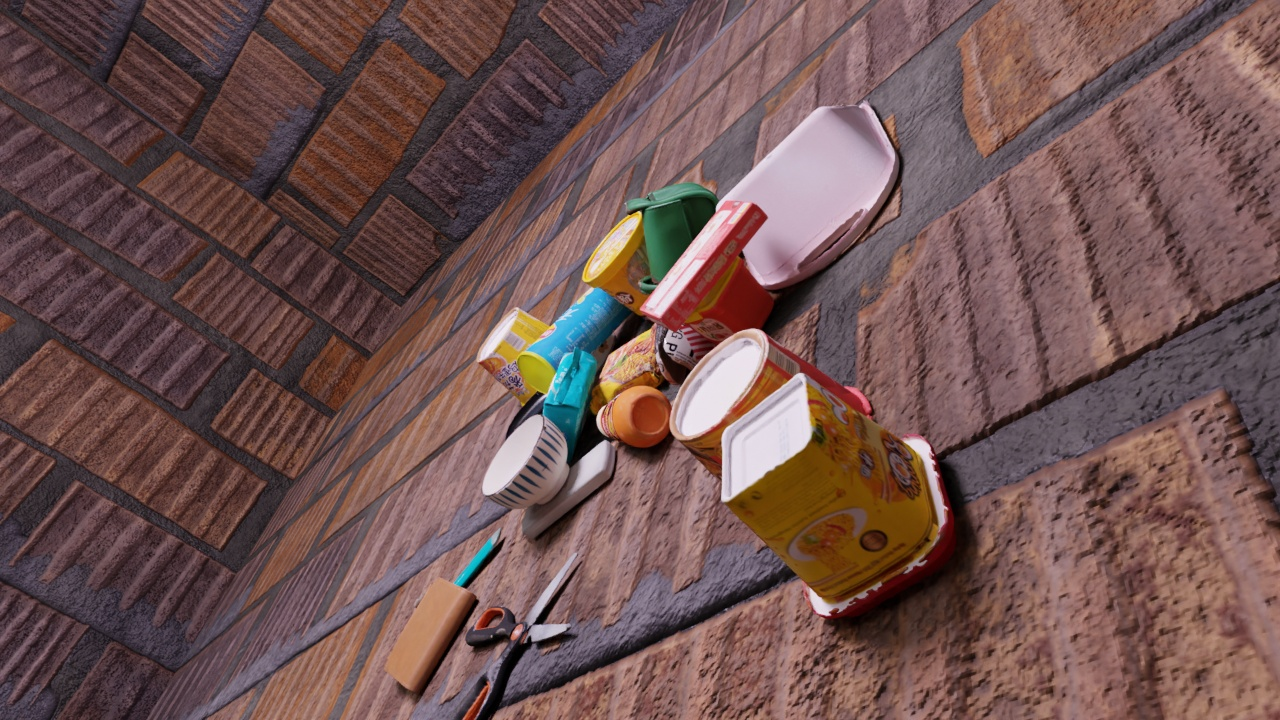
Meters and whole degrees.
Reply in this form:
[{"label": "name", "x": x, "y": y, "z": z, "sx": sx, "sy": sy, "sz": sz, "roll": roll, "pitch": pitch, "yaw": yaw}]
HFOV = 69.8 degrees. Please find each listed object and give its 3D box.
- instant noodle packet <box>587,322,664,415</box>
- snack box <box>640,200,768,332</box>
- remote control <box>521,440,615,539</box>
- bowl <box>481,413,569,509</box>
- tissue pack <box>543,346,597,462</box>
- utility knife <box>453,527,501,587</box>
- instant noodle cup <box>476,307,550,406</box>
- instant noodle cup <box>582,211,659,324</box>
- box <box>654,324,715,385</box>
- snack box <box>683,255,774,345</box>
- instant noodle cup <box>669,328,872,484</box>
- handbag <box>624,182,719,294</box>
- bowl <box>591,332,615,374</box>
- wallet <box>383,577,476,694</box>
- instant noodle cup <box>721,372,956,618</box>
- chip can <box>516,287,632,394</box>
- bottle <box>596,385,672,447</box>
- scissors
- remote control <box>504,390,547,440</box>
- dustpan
[{"label": "instant noodle packet", "x": -0.007, "y": 0.007, "z": 1.140, "sx": 0.129, "sy": 0.044, "sz": 0.110, "roll": -33, "pitch": 22, "yaw": 42}, {"label": "snack box", "x": 0.064, "y": -0.100, "z": 0.952, "sx": 0.153, "sy": 0.025, "sz": 0.075, "roll": -52, "pitch": 19, "yaw": -2}, {"label": "remote control", "x": -0.085, "y": 0.154, "z": 1.082, "sx": 0.150, "sy": 0.021, "sz": 0.058, "roll": -41, "pitch": 22, "yaw": 27}, {"label": "bowl", "x": -0.127, "y": 0.128, "z": 1.086, "sx": 0.117, "sy": 0.066, "sz": 0.116, "roll": -44, "pitch": 21, "yaw": 21}, {"label": "tissue pack", "x": -0.093, "y": 0.058, "z": 1.155, "sx": 0.134, "sy": 0.050, "sz": 0.093, "roll": 104, "pitch": -177, "yaw": -47}, {"label": "utility knife", "x": -0.229, "y": 0.283, "z": 1.188, "sx": 0.166, "sy": 0.013, "sz": 0.029, "roll": -51, "pitch": 18, "yaw": 11}, {"label": "instant noodle cup", "x": -0.188, "y": -0.010, "z": 1.470, "sx": 0.138, "sy": 0.110, "sz": 0.137, "roll": -45, "pitch": 20, "yaw": 21}, {"label": "instant noodle cup", "x": 0.002, "y": -0.119, "z": 1.233, "sx": 0.119, "sy": 0.114, "sz": 0.118, "roll": -43, "pitch": 21, "yaw": 22}, {"label": "box", "x": 0.046, "y": -0.039, "z": 1.073, "sx": 0.082, "sy": 0.075, "sz": 0.163, "roll": -48, "pitch": 19, "yaw": 43}, {"label": "snack box", "x": 0.090, "y": -0.062, "z": 0.988, "sx": 0.081, "sy": 0.080, "sz": 0.091, "roll": -60, "pitch": 21, "yaw": -20}, {"label": "instant noodle cup", "x": 0.099, "y": 0.047, "z": 0.736, "sx": 0.138, "sy": 0.108, "sz": 0.137, "roll": -43, "pitch": 21, "yaw": 21}, {"label": "handbag", "x": 0.047, "y": -0.153, "z": 1.149, "sx": 0.120, "sy": 0.131, "sz": 0.068, "roll": -10, "pitch": 19, "yaw": -4}, {"label": "bowl", "x": -0.096, "y": -0.012, "z": 1.344, "sx": 0.114, "sy": 0.062, "sz": 0.113, "roll": -43, "pitch": 22, "yaw": 23}, {"label": "wallet", "x": -0.263, "y": 0.336, "z": 1.134, "sx": 0.108, "sy": 0.031, "sz": 0.131, "roll": -4, "pitch": 51, "yaw": 56}, {"label": "instant noodle cup", "x": 0.122, "y": 0.084, "z": 0.596, "sx": 0.116, "sy": 0.123, "sz": 0.116, "roll": -40, "pitch": 22, "yaw": 27}, {"label": "chip can", "x": -0.078, "y": -0.045, "z": 1.269, "sx": 0.209, "sy": 0.071, "sz": 0.071, "roll": -48, "pitch": 15, "yaw": -34}, {"label": "bottle", "x": -0.015, "y": 0.066, "z": 1.034, "sx": 0.066, "sy": 0.066, "sz": 0.150, "roll": -57, "pitch": 13, "yaw": -16}, {"label": "scissors", "x": -0.139, "y": 0.296, "z": 0.951, "sx": 0.234, "sy": 0.021, "sz": 0.220, "roll": -21, "pitch": 36, "yaw": 57}, {"label": "remote control", "x": -0.168, "y": 0.078, "z": 1.396, "sx": 0.136, "sy": 0.024, "sz": 0.053, "roll": -49, "pitch": 19, "yaw": 7}, {"label": "dustpan", "x": 0.202, "y": -0.180, "z": 1.060, "sx": 0.223, "sy": 0.139, "sz": 0.272, "roll": -43, "pitch": -7, "yaw": 25}]
